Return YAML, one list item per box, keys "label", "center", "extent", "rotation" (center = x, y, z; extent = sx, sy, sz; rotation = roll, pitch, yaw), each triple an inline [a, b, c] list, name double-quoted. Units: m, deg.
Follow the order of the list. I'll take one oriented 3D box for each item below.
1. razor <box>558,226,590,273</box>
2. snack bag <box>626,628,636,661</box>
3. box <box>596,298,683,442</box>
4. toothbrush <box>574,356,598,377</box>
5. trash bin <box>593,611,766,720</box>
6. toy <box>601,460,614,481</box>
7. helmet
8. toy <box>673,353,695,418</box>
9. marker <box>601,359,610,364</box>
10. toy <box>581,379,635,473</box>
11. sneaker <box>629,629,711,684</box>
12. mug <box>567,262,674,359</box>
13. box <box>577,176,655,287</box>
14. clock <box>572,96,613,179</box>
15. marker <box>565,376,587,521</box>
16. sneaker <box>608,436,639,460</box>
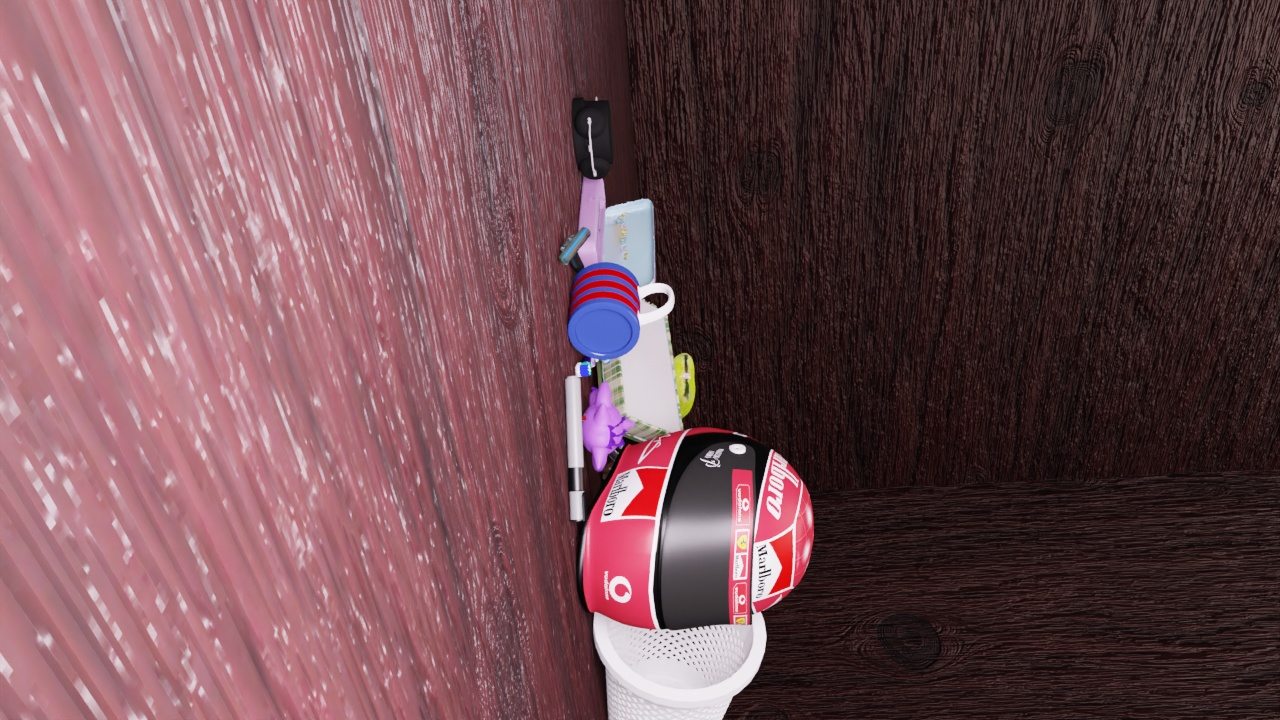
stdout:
- label: "razor"
  center: [-0.071, -0.111, 0.962]
  extent: [0.043, 0.022, 0.144]
  rotation: [-51, 179, -4]
- label: "snack bag"
  center: [-0.029, 0.296, 1.180]
  extent: [0.077, 0.041, 0.226]
  rotation: [-89, 177, -49]
- label: "box"
  center: [-0.007, 0.007, 1.199]
  extent: [0.117, 0.050, 0.205]
  rotation: [22, 48, -41]
- label: "toothbrush"
  center: [-0.060, 0.002, 1.077]
  extent: [0.186, 0.016, 0.015]
  rotation: [-68, 152, -83]
- label: "trash bin"
  center: [0.035, 0.376, 1.094]
  extent: [0.195, 0.195, 0.200]
  rotation: [-89, -175, -53]
- label: "toy"
  center: [-0.031, 0.158, 1.264]
  extent: [0.101, 0.041, 0.055]
  rotation: [-65, 163, -73]
- label: "helmet"
  center: [0.075, 0.184, 1.006]
  extent: [0.270, 0.225, 0.198]
  rotation: [-56, 147, -67]
- label: "toy"
  center: [0.048, 0.047, 1.304]
  extent: [0.118, 0.043, 0.092]
  rotation: [121, -28, -59]
- label: "marker"
  center: [-0.055, -0.034, 1.088]
  extent: [0.142, 0.013, 0.013]
  rotation: [70, 16, -58]
- label: "toy"
  center: [-0.039, 0.075, 1.007]
  extent: [0.088, 0.056, 0.106]
  rotation: [-51, 146, -79]
- label: "sneaker"
  center: [0.042, 0.403, 1.346]
  extent: [0.121, 0.127, 0.294]
  rotation: [87, 5, -78]
- label: "mug"
  center: [-0.020, -0.055, 0.972]
  extent: [0.076, 0.112, 0.075]
  rotation: [-90, 171, -51]
- label: "box"
  center: [-0.026, -0.169, 1.172]
  extent: [0.213, 0.093, 0.090]
  rotation: [-90, 176, -50]
- label: "clock"
  center: [-0.059, -0.277, 1.139]
  extent: [0.120, 0.042, 0.091]
  rotation: [-89, 175, -58]
- label: "marker"
  center: [-0.063, 0.085, 0.894]
  extent: [0.016, 0.016, 0.140]
  rotation: [70, 17, -81]
- label: "sneaker"
  center: [-0.017, 0.058, 1.322]
  extent: [0.161, 0.093, 0.256]
  rotation: [99, -8, -59]
